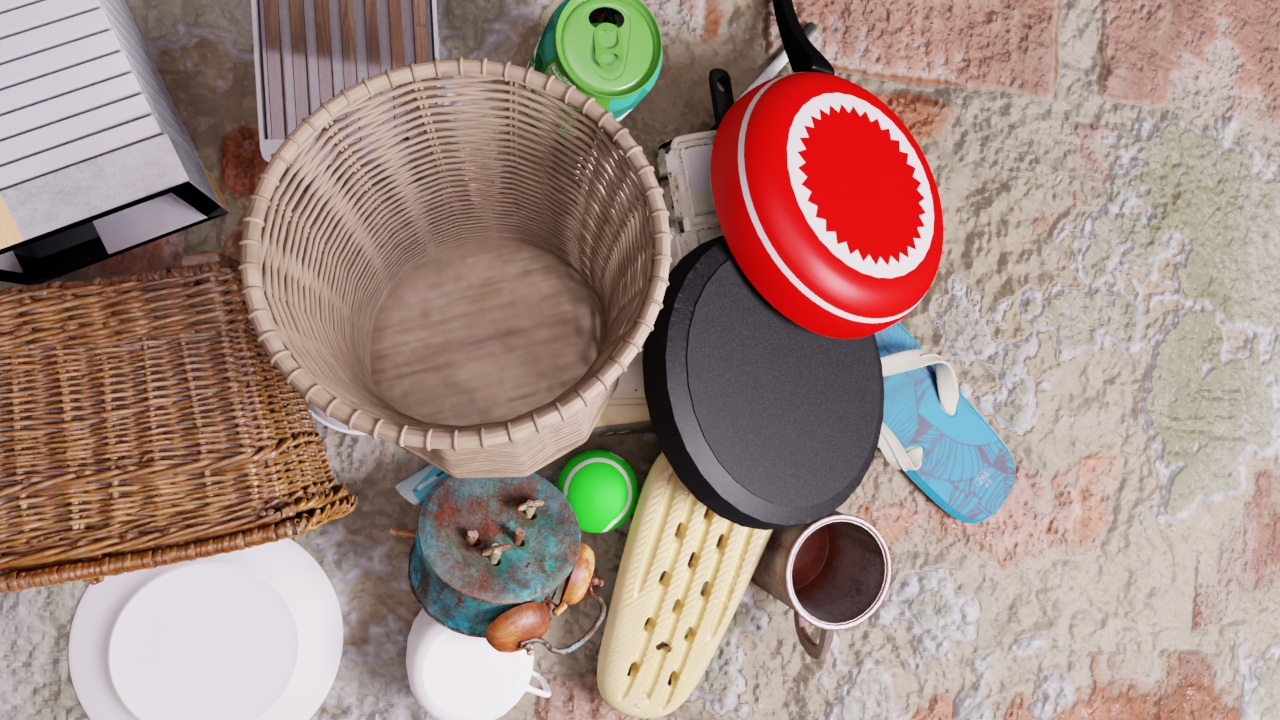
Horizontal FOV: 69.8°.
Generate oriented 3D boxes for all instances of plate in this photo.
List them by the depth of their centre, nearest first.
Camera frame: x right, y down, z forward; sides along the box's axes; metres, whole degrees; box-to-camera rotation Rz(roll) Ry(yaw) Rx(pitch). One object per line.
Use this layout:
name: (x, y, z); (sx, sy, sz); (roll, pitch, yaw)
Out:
plate: (-0.320, 0.212, 0.679); (0.188, 0.016, 0.188); (0, 92, -15)

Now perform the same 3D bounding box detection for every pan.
pan: (0.092, -0.053, 0.691); (0.224, 0.034, 0.356); (-5, 85, -36)
pan: (0.142, -0.192, 0.715); (0.208, 0.067, 0.355); (5, 73, -31)

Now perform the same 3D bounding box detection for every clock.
clock: (-0.094, 0.145, 0.667); (0.157, 0.073, 0.121); (37, 42, 16)

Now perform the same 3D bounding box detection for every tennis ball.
tennis ball: (-0.034, 0.103, 0.725); (0.065, 0.065, 0.065); (0, 91, -15)

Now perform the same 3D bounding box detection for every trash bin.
trash bin: (-0.397, -0.192, 0.582); (0.142, 0.142, 0.247); (-25, 97, -13)
trash bin: (-0.205, -0.243, 0.646); (0.114, 0.114, 0.229); (-3, 92, -15)

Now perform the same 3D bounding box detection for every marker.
marker: (0.100, -0.234, 0.780); (0.011, 0.011, 0.152); (43, 81, -12)

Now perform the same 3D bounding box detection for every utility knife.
utility knife: (-0.138, 0.074, 0.724); (0.117, 0.015, 0.022); (-35, 99, -14)

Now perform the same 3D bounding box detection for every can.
can: (-0.039, -0.212, 0.675); (0.083, 0.144, 0.083); (0, 91, -15)

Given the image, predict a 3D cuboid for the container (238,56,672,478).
container: (-0.101, -0.035, 0.577); (0.227, 0.196, 0.226); (1, 72, -3)

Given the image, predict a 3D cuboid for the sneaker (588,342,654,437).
sneaker: (-0.004, 0.004, 0.728); (0.241, 0.089, 0.102); (-5, 80, -14)

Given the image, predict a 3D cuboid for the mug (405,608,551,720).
mug: (-0.122, 0.230, 0.704); (0.115, 0.068, 0.094); (28, 84, -14)

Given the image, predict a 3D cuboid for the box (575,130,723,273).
box: (0.042, -0.107, 0.725); (0.185, 0.066, 0.145); (-17, 97, -42)

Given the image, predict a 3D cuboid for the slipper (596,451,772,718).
slipper: (0.029, 0.159, 0.738); (0.111, 0.079, 0.261); (17, 98, -18)

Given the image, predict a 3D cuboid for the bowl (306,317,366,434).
bowl: (-0.208, 0.003, 0.690); (0.110, 0.040, 0.110); (0, 92, -15)

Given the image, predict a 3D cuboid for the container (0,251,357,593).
container: (-0.335, 0.037, 0.589); (0.250, 0.162, 0.183); (-9, 89, -6)

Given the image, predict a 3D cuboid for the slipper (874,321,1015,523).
slipper: (0.229, 0.037, 0.797); (0.295, 0.060, 0.118); (39, 79, -12)

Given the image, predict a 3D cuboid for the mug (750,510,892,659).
mug: (0.139, 0.178, 0.753); (0.096, 0.110, 0.123); (6, 90, -10)
